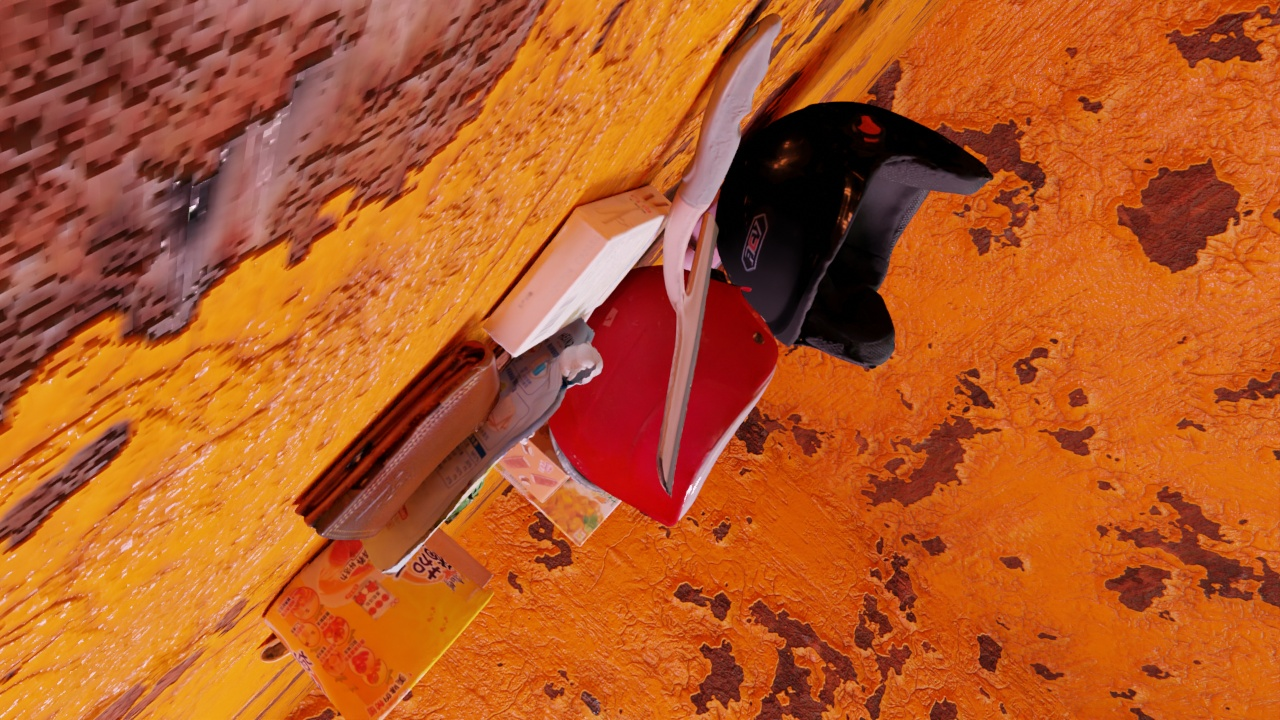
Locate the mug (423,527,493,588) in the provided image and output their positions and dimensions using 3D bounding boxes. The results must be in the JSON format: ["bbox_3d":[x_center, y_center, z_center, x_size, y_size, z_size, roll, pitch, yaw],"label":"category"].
[{"bbox_3d":[-0.205,0.196,0.819,0.125,0.103,0.084,-48,179,44],"label":"mug"}]

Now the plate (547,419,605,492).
[{"bbox_3d":[-0.036,0.041,0.912,0.024,0.179,0.178,-1,-148,38],"label":"plate"}]

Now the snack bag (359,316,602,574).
[{"bbox_3d":[-0.099,0.044,0.577,0.191,0.039,0.110,-45,-162,-1],"label":"snack bag"}]

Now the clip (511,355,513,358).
[{"bbox_3d":[-0.093,0.020,0.678,0.092,0.035,0.103,-48,175,-5],"label":"clip"}]

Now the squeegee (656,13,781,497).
[{"bbox_3d":[0.038,-0.091,0.540,0.250,0.040,0.247,101,2,-50],"label":"squeegee"}]

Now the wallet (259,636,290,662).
[{"bbox_3d":[-0.285,0.232,0.816,0.087,0.024,0.115,-29,174,-13],"label":"wallet"}]

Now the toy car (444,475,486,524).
[{"bbox_3d":[-0.174,0.119,0.859,0.036,0.043,0.091,-45,-179,18],"label":"toy car"}]

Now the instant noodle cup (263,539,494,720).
[{"bbox_3d":[-0.192,0.183,0.663,0.138,0.110,0.138,-47,180,-1],"label":"instant noodle cup"}]

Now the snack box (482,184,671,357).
[{"bbox_3d":[-0.029,-0.057,0.532,0.085,0.027,0.156,-49,179,21],"label":"snack box"}]

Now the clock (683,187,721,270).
[{"bbox_3d":[0.079,-0.139,1.060,0.158,0.060,0.117,-49,180,8],"label":"clock"}]

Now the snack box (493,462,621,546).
[{"bbox_3d":[-0.098,0.123,1.006,0.077,0.156,0.027,-47,179,-14],"label":"snack box"}]

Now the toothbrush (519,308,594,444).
[{"bbox_3d":[-0.047,-0.016,0.650,0.016,0.016,0.179,-12,-139,45],"label":"toothbrush"}]

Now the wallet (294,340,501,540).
[{"bbox_3d":[-0.121,0.043,0.490,0.124,0.032,0.101,-48,177,-8],"label":"wallet"}]

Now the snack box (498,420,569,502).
[{"bbox_3d":[-0.096,0.074,0.949,0.092,0.094,0.077,-47,179,-40],"label":"snack box"}]

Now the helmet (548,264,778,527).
[{"bbox_3d":[-0.005,0.005,0.784,0.207,0.144,0.239,-59,-159,18],"label":"helmet"}]

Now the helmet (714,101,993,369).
[{"bbox_3d":[0.182,-0.133,0.892,0.273,0.230,0.234,-28,145,-48],"label":"helmet"}]
